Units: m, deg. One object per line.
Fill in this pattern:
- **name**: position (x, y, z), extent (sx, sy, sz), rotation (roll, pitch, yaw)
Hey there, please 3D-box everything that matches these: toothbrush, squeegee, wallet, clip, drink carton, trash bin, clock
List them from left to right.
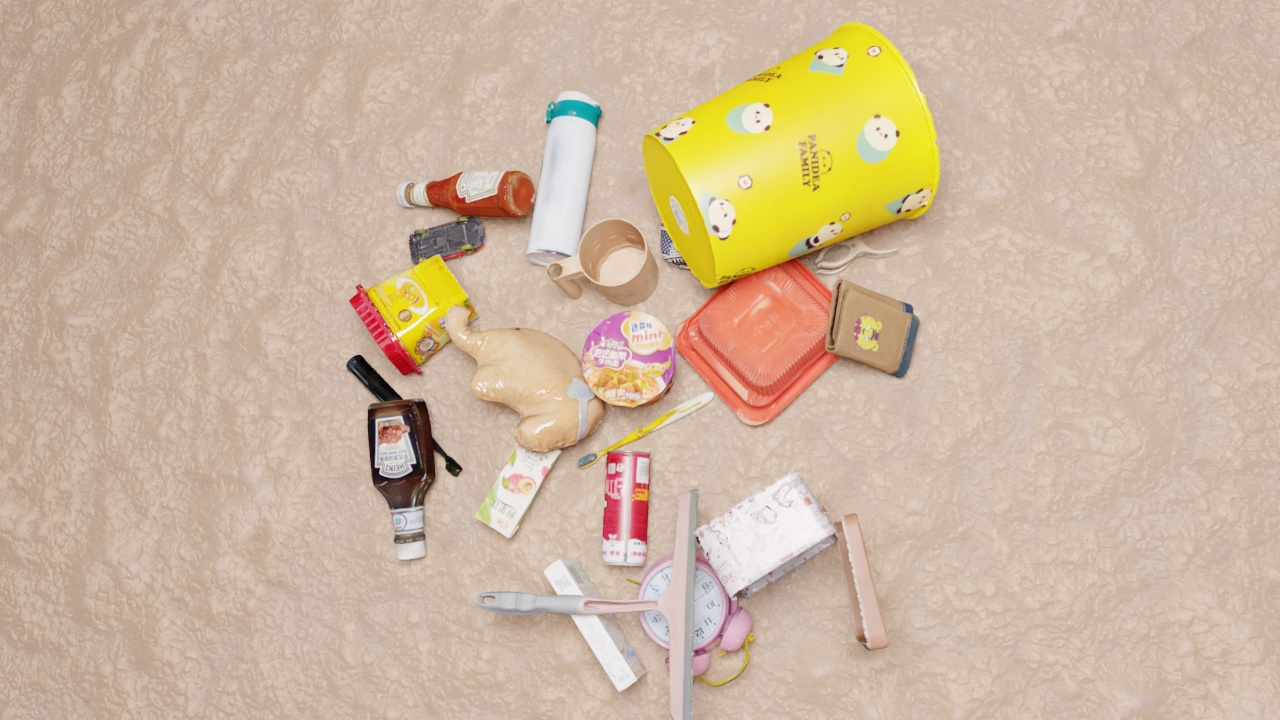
- **toothbrush**: position (-0.302, 0.071, 1.177), extent (0.212, 0.026, 0.027), rotation (43, 124, 15)
- **drink carton**: position (-0.148, 0.150, 1.119), extent (0.053, 0.045, 0.122), rotation (30, 87, 4)
- **squeegee**: position (-0.059, 0.263, 0.994), extent (0.250, 0.040, 0.247), rotation (-3, 60, 13)
- **toothbrush**: position (0.005, 0.084, 1.117), extent (0.191, 0.018, 0.016), rotation (-28, 76, 4)
- **clock**: position (0.061, 0.292, 1.042), extent (0.117, 0.060, 0.158), rotation (-35, 76, 3)
- **trash bin**: position (0.155, -0.213, 1.015), extent (0.255, 0.230, 0.229), rotation (-25, 75, -7)
- **clip**: position (0.255, -0.130, 1.107), extent (0.097, 0.034, 0.061), rotation (-26, 74, -4)
- **wallet**: position (0.265, -0.037, 1.051), extent (0.115, 0.033, 0.090), rotation (17, 79, -28)

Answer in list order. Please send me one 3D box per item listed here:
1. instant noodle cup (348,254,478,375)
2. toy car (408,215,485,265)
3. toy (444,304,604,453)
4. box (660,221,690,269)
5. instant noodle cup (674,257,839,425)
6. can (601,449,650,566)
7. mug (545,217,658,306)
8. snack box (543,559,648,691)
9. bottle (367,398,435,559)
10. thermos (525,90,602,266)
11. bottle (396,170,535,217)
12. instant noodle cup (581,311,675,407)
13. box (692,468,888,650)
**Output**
- **instant noodle cup**: position (-0.281, -0.061, 1.160), extent (0.123, 0.116, 0.116), rotation (-34, 74, -9)
- **toy car**: position (-0.253, -0.156, 1.209), extent (0.106, 0.031, 0.049), rotation (-16, 77, 12)
- **toy**: position (-0.141, 0.014, 1.111), extent (0.226, 0.143, 0.083), rotation (45, 131, 17)
- **box**: position (0.056, -0.198, 1.133), extent (0.075, 0.081, 0.163), rotation (5, 82, 17)
- **instant noodle cup**: position (0.146, -0.036, 1.084), extent (0.189, 0.079, 0.164), rotation (-44, 74, 1)
- **can**: position (-0.017, 0.174, 1.084), extent (0.053, 0.053, 0.132), rotation (0, 79, 11)
- **mug**: position (-0.043, -0.110, 1.121), extent (0.125, 0.103, 0.084), rotation (-18, 76, 7)
- **snack box**: position (-0.050, 0.299, 1.049), extent (0.027, 0.085, 0.156), rotation (-35, 74, 1)
- **bottle**: position (-0.293, 0.146, 1.136), extent (0.080, 0.044, 0.195), rotation (-7, 88, 15)
- **thermos**: position (-0.099, -0.235, 1.178), extent (0.073, 0.073, 0.224), rotation (6, 79, 12)
- **bottle**: position (-0.231, -0.214, 1.183), extent (0.206, 0.059, 0.059), rotation (6, 79, 31)
- **instant noodle cup**: position (-0.006, 0.006, 1.093), extent (0.112, 0.099, 0.111), rotation (-2, 79, 9)
- **box**: position (0.179, 0.231, 0.972), extent (0.156, 0.183, 0.192), rotation (-31, 72, 4)
